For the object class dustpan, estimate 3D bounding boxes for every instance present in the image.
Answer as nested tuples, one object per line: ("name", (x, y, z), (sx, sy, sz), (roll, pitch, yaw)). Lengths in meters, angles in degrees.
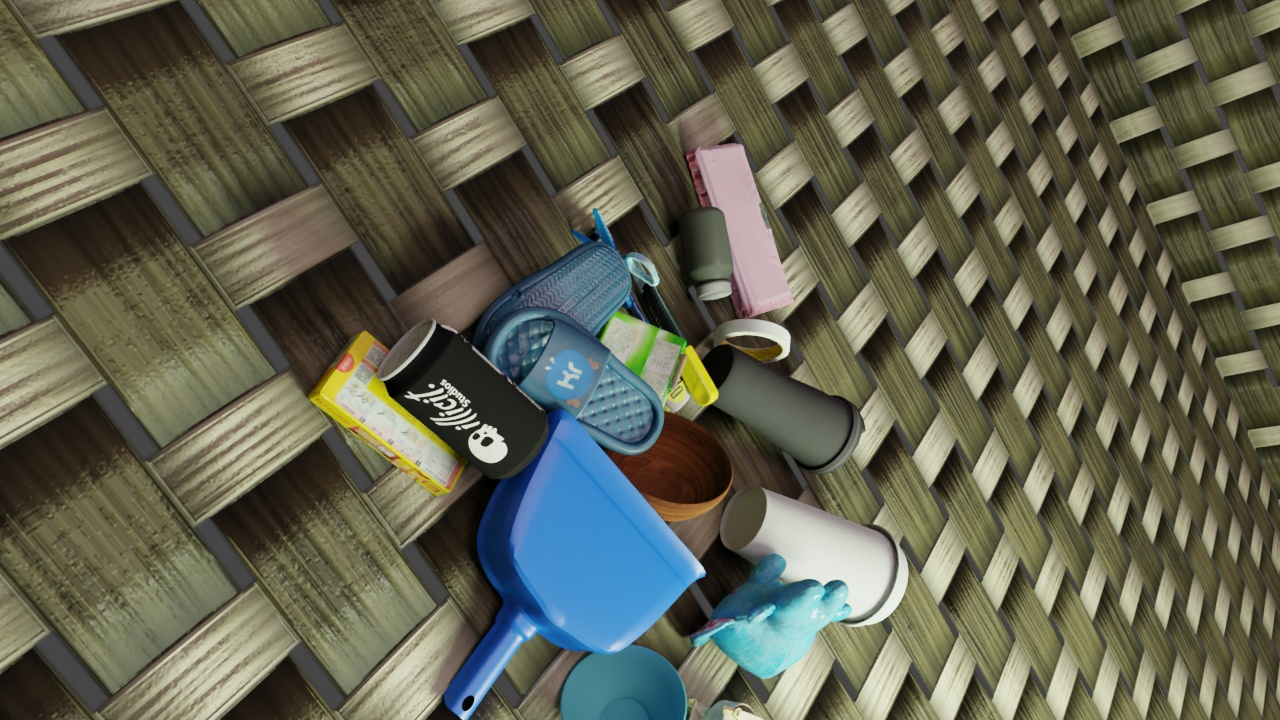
("dustpan", (-0.084, 0.222, 0.858), (0.245, 0.060, 0.256), (51, 56, -22))

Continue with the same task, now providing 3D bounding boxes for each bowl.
("bowl", (-0.016, 0.345, 0.898), (0.120, 0.121, 0.046), (-52, 154, -39))
("bowl", (0.019, 0.125, 0.986), (0.147, 0.069, 0.147), (14, 34, -10))

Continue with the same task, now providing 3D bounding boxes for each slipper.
("slipper", (-0.055, 0.020, 0.901), (0.213, 0.059, 0.103), (33, 72, -28))
("slipper", (-0.095, -0.046, 0.954), (0.104, 0.059, 0.213), (50, 63, -14))

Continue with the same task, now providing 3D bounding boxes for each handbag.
("handbag", (0.071, 0.436, 0.911), (0.198, 0.101, 0.194), (45, 52, -40))

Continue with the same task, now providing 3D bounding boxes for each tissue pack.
("tissue pack", (-0.006, 0.006, 1.011), (0.099, 0.034, 0.113), (23, 57, -2))

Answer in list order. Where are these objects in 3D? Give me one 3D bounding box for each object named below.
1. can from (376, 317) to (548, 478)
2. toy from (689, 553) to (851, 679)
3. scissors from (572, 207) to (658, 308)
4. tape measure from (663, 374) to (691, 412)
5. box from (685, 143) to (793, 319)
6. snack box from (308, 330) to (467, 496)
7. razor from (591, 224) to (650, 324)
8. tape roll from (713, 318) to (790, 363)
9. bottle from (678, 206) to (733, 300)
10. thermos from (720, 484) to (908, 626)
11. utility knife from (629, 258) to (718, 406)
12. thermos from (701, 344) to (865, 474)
("can", (-0.156, 0.036, 0.818), (0.146, 0.080, 0.080), (45, 51, -24))
("toy", (0.151, 0.272, 1.012), (0.183, 0.181, 0.114), (7, 48, -27))
("scissors", (-0.026, -0.111, 1.013), (0.016, 0.125, 0.125), (-42, 122, -35))
("tape measure", (0.028, 0.027, 1.063), (0.065, 0.017, 0.064), (56, 39, -4))
("box", (0.130, -0.173, 1.221), (0.098, 0.041, 0.233), (-19, 91, -37))
("snack box", (-0.217, 0.049, 0.832), (0.152, 0.025, 0.075), (44, 52, -25))
("razor", (-0.023, -0.091, 1.061), (0.141, 0.018, 0.043), (63, 10, -11))
("tape roll", (0.138, -0.023, 1.138), (0.094, 0.094, 0.019), (25, 62, -36))
("bottle", (0.083, -0.133, 1.145), (0.060, 0.060, 0.108), (0, 77, -43))
("thermos", (0.207, 0.231, 1.114), (0.221, 0.132, 0.131), (29, 59, -25))
("utility knife", (0.035, -0.037, 1.075), (0.020, 0.029, 0.197), (-23, 84, -55))
("thermos", (0.172, 0.058, 1.147), (0.218, 0.106, 0.105), (29, 59, -28))
